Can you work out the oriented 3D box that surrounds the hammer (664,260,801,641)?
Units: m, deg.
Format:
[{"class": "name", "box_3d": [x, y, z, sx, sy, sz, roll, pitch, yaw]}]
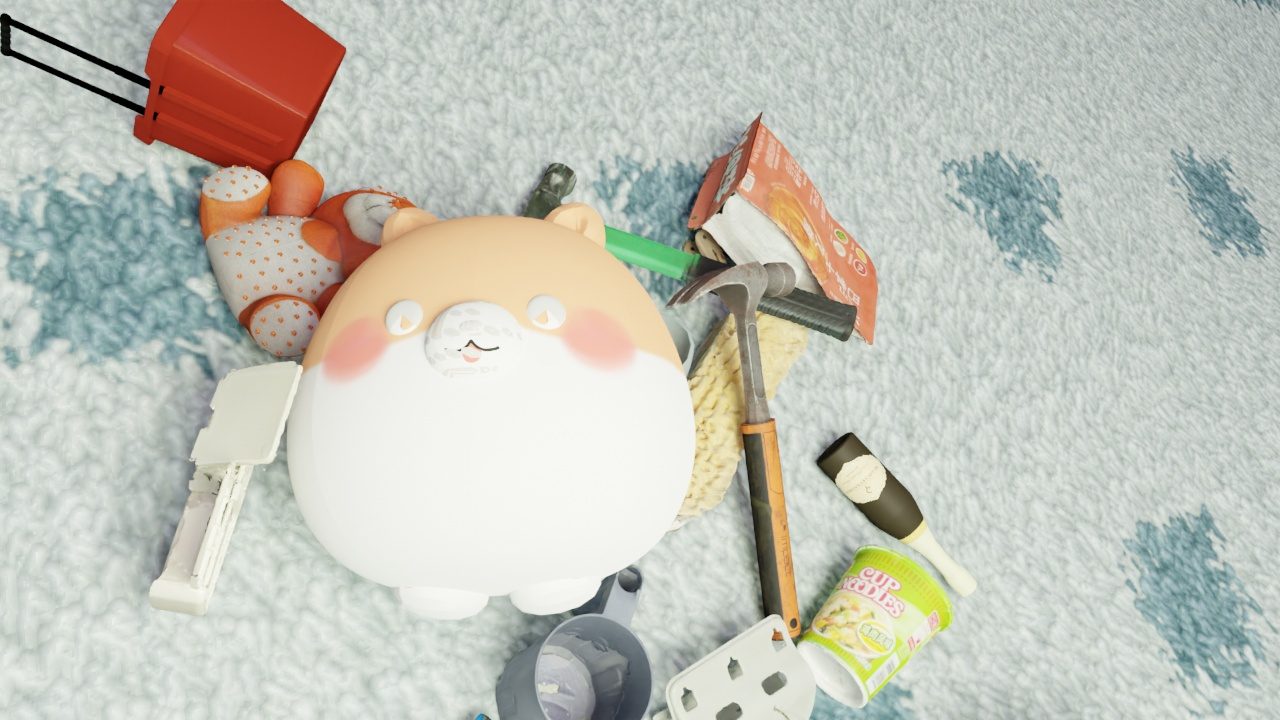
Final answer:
[{"class": "hammer", "box_3d": [0.092, 0.076, 0.759, 0.137, 0.035, 0.314, -7, 90, -43]}]

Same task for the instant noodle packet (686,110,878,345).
[{"class": "instant noodle packet", "box_3d": [0.168, -0.128, 0.940, 0.221, 0.084, 0.164, 38, 37, -14]}]

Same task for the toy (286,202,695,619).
[{"class": "toy", "box_3d": [-0.096, 0.026, 0.614, 0.263, 0.266, 0.280, -2, 75, -3]}]

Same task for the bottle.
[{"class": "bottle", "box_3d": [0.245, 0.148, 0.860, 0.184, 0.046, 0.045, 47, 54, 3]}]

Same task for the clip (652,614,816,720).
[{"class": "clip", "box_3d": [0.079, 0.289, 0.712, 0.125, 0.096, 0.152, -21, 96, -31]}]

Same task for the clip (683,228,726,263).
[{"class": "clip", "box_3d": [0.071, -0.104, 0.911, 0.024, 0.041, 0.061, -36, 78, -34]}]

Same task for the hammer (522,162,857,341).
[{"class": "hammer", "box_3d": [0.043, -0.084, 0.843, 0.319, 0.032, 0.130, 19, 54, 2]}]

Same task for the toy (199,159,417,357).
[{"class": "toy", "box_3d": [-0.239, -0.085, 0.718, 0.172, 0.093, 0.163, -19, 68, -35]}]

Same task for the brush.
[{"class": "brush", "box_3d": [0.070, 0.038, 0.825, 0.083, 0.057, 0.270, 39, 55, -4]}]

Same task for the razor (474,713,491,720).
[{"class": "razor", "box_3d": [-0.073, 0.307, 0.640, 0.144, 0.022, 0.042, 44, 80, -6]}]

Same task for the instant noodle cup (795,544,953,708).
[{"class": "instant noodle cup", "box_3d": [0.190, 0.226, 0.769, 0.107, 0.099, 0.099, -38, 85, -28]}]

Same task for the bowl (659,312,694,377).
[{"class": "bowl", "box_3d": [-0.005, 0.005, 0.799, 0.106, 0.039, 0.106, -6, 42, 5]}]

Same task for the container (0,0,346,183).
[{"class": "container", "box_3d": [-0.351, -0.236, 0.708, 0.200, 0.148, 0.126, 28, 56, -22]}]

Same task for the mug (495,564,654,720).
[{"class": "mug", "box_3d": [-0.043, 0.213, 0.650, 0.084, 0.104, 0.123, 27, 56, -11]}]

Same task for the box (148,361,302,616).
[{"class": "box", "box_3d": [-0.255, 0.080, 0.565, 0.050, 0.184, 0.143, 17, 66, -20]}]
